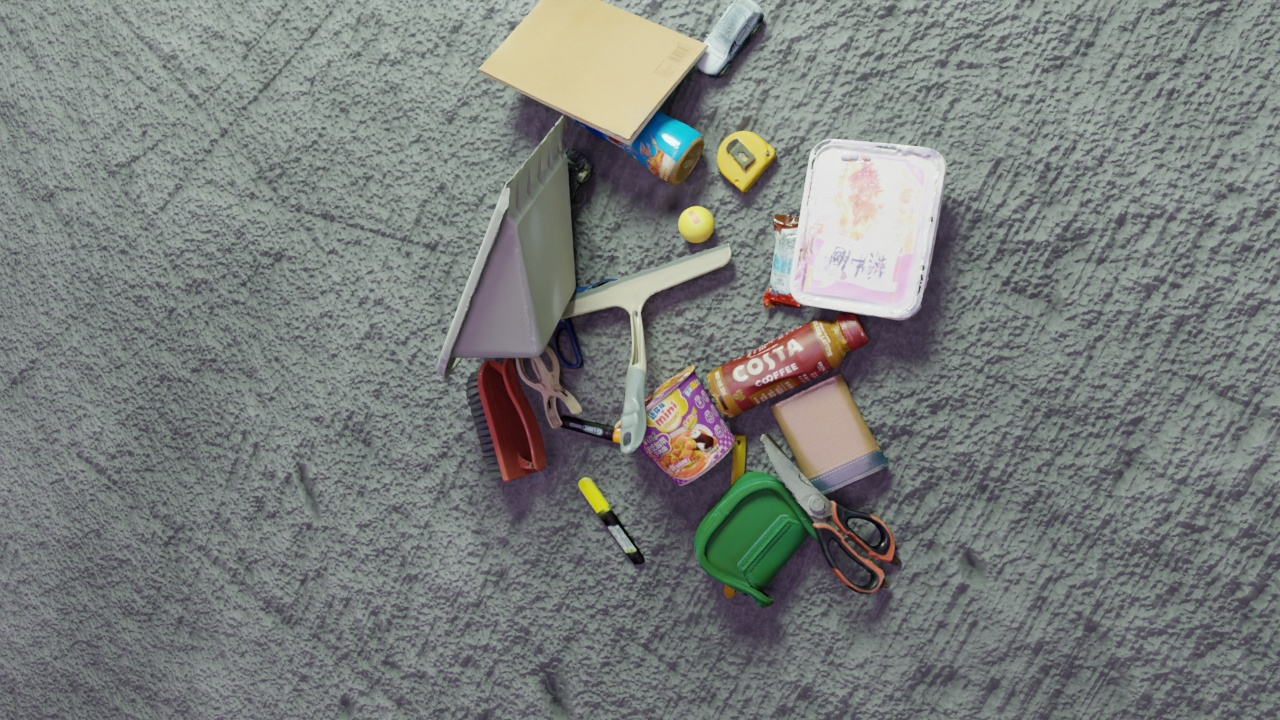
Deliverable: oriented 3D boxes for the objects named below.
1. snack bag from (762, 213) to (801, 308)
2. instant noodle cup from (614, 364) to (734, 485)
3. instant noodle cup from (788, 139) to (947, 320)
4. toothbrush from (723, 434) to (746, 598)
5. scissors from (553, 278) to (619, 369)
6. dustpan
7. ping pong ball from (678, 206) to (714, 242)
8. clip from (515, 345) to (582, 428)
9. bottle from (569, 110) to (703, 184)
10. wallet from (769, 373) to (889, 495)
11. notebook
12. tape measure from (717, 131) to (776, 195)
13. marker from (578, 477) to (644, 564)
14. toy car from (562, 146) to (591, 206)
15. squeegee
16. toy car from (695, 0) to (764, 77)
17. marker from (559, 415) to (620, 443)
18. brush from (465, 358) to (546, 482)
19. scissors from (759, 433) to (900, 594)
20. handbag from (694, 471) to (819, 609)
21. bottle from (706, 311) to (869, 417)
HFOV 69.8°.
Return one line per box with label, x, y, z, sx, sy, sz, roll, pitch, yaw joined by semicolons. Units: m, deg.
snack bag;0.160;-0.106;1.000;0.045;0.026;0.105;10;97;26
instant noodle cup;0.044;0.076;1.016;0.112;0.111;0.099;-38;91;17
instant noodle cup;0.236;-0.136;0.956;0.138;0.060;0.173;10;99;17
toothbrush;0.108;0.179;1.048;0.016;0.016;0.190;5;96;16
scissors;-0.085;-0.071;1.090;0.176;0.012;0.162;6;96;19
dustpan;-0.159;-0.106;0.988;0.143;0.222;0.258;1;122;11
ping pong ball;0.062;-0.151;1.020;0.040;0.040;0.040;2;95;18
clip;-0.110;0.029;1.089;0.076;0.034;0.100;-37;81;37
bottle;-0.032;-0.279;1.026;0.219;0.065;0.065;36;104;12
wallet;0.204;0.083;1.001;0.090;0.033;0.115;-28;85;15
notebook;-0.053;-0.331;1.006;0.211;0.012;0.149;30;73;21
tape measure;0.112;-0.221;1.004;0.057;0.028;0.060;44;105;10
marker;-0.034;0.192;1.097;0.018;0.015;0.124;-37;87;18
toy car;-0.096;-0.197;1.071;0.049;0.031;0.106;36;108;11
squeegee;-0.006;0.006;0.988;0.247;0.039;0.246;-17;47;19
toy car;0.095;-0.351;0.996;0.043;0.034;0.091;42;107;7
marker;-0.042;0.085;1.088;0.124;0.015;0.018;12;92;19
brush;-0.159;0.069;1.100;0.069;0.063;0.146;-18;87;30
scissors;0.204;0.151;0.975;0.176;0.015;0.210;-7;93;-17
handbag;0.130;0.194;1.005;0.120;0.068;0.131;38;95;-1
bottle;0.159;0.001;0.994;0.175;0.057;0.057;-28;86;18
